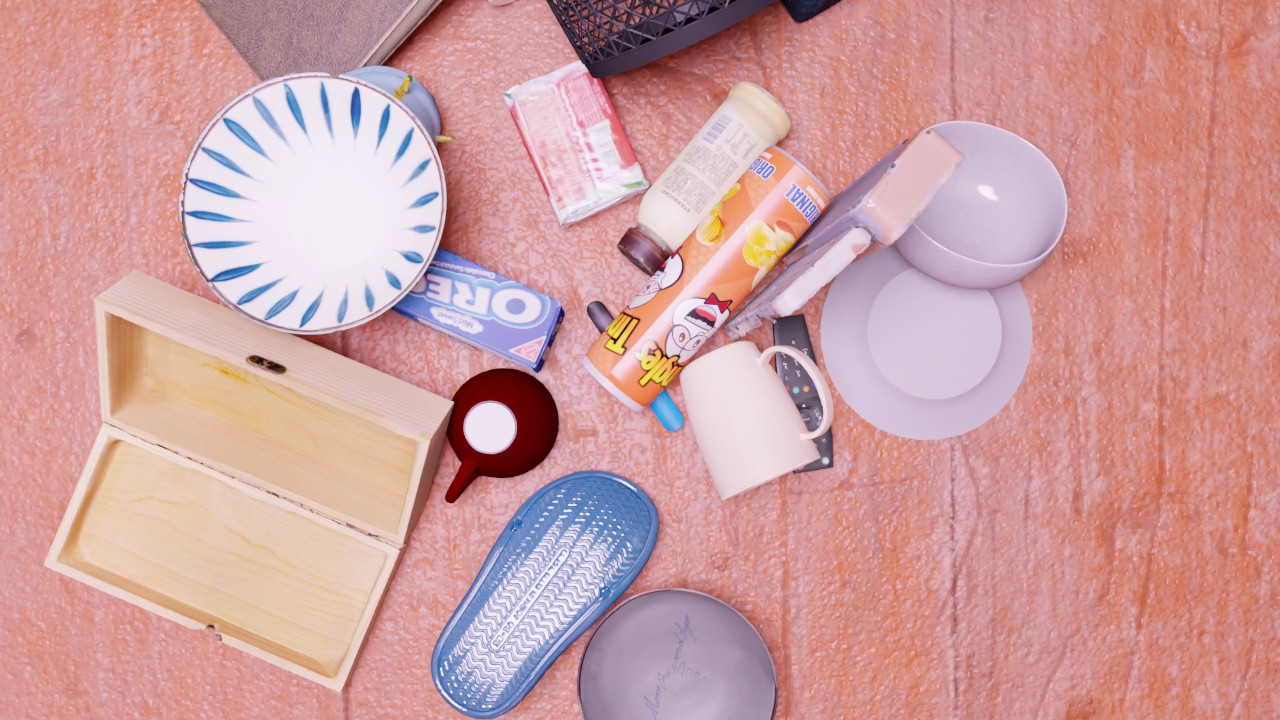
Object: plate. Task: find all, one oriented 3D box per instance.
[{"bbox_3d":[0.233,-0.022,0.734,0.173,0.019,0.172,0,89,-1],"label":"plate"}]

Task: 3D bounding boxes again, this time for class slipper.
[{"bbox_3d":[-0.076,0.173,0.704,0.104,0.059,0.213,39,76,9],"label":"slipper"}]

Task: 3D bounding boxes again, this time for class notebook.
[{"bbox_3d":[-0.239,-0.311,0.685,0.216,0.034,0.190,-38,88,21],"label":"notebook"}]

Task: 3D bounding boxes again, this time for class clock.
[{"bbox_3d":[-0.208,-0.164,0.692,0.125,0.051,0.089,-23,133,12],"label":"clock"}]

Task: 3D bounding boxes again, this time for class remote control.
[{"bbox_3d":[0.128,0.026,0.735,0.039,0.010,0.124,-9,89,-2],"label":"remote control"}]

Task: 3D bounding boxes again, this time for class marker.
[{"bbox_3d":[-0.004,0.004,0.731,0.018,0.015,0.123,-35,87,4],"label":"marker"}]

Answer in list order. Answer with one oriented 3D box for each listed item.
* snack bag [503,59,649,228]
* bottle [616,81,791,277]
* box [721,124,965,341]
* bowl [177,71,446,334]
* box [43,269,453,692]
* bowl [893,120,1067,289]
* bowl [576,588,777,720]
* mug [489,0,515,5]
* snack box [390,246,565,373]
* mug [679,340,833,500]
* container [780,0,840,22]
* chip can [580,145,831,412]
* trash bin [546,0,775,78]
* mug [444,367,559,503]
[{"bbox_3d":[-0.050,-0.171,0.722,0.077,0.036,0.116,-24,90,-1],"label":"snack bag"},{"bbox_3d":[0.047,-0.138,0.713,0.056,0.056,0.162,40,88,0],"label":"bottle"},{"bbox_3d":[0.128,-0.073,0.634,0.043,0.216,0.148,37,87,-2],"label":"box"},{"bbox_3d":[-0.218,-0.103,0.642,0.177,0.071,0.177,0,86,-1],"label":"bowl"},{"bbox_3d":[-0.294,0.093,0.689,0.247,0.096,0.261,24,104,0],"label":"box"},{"bbox_3d":[0.250,-0.112,0.706,0.132,0.064,0.131,2,65,-5],"label":"bowl"},{"bbox_3d":[0.027,0.244,0.704,0.150,0.057,0.150,0,88,-1],"label":"bowl"},{"bbox_3d":[-0.099,-0.343,0.716,0.121,0.081,0.097,-33,98,-27],"label":"mug"},{"bbox_3d":[-0.171,-0.061,0.706,0.226,0.059,0.059,25,84,-1],"label":"snack box"},{"bbox_3d":[0.089,0.037,0.690,0.112,0.085,0.104,-32,77,32],"label":"mug"},{"bbox_3d":[0.139,-0.384,0.713,0.145,0.071,0.187,-32,90,-2],"label":"container"},{"bbox_3d":[0.048,-0.059,0.683,0.062,0.062,0.210,42,96,0],"label":"chip can"},{"bbox_3d":[-0.012,-0.342,0.622,0.217,0.217,0.243,-27,113,-2],"label":"trash bin"},{"bbox_3d":[-0.114,0.060,0.689,0.087,0.088,0.114,33,88,-1],"label":"mug"}]
